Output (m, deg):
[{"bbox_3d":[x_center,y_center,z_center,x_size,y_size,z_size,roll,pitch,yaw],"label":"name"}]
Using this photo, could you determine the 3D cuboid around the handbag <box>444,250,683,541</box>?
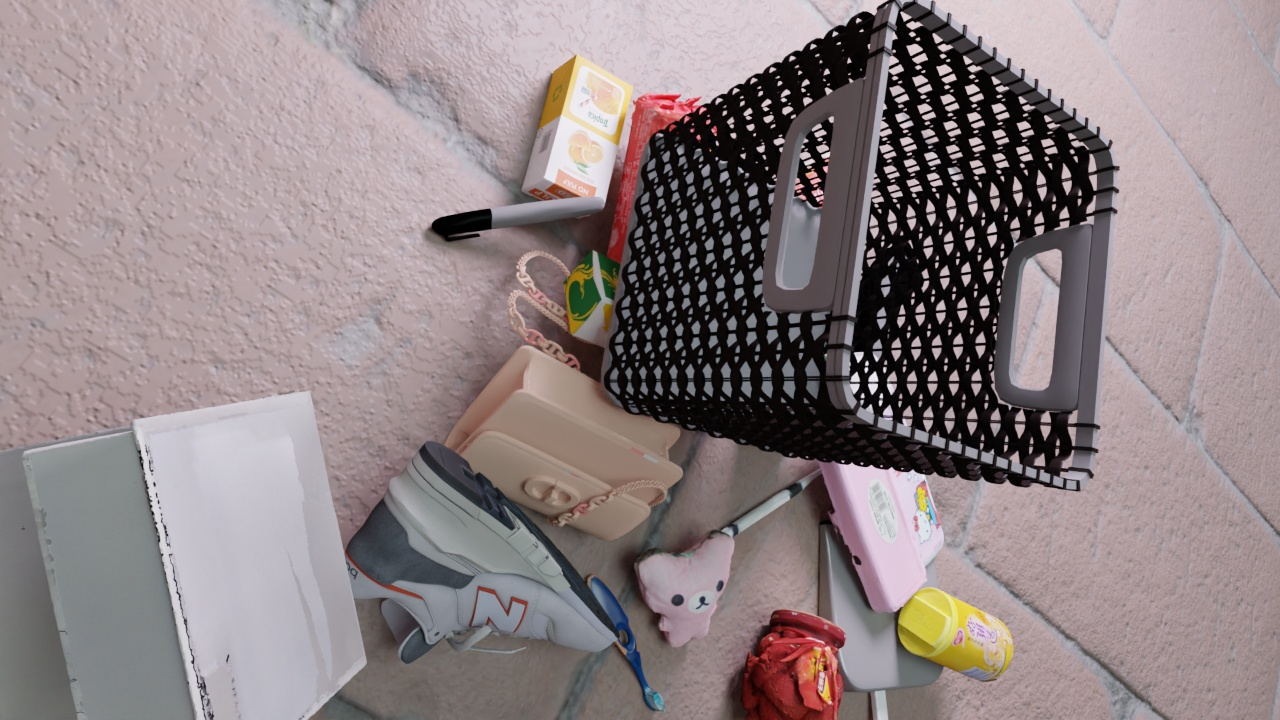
[{"bbox_3d":[-0.050,0.041,0.741,0.198,0.117,0.186,29,35,-24],"label":"handbag"}]

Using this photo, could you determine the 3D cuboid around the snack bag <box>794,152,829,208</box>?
[{"bbox_3d":[0.121,-0.124,0.845,0.041,0.078,0.224,53,53,-12],"label":"snack bag"}]

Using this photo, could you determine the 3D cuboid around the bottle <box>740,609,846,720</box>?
[{"bbox_3d":[0.138,0.284,0.812,0.099,0.099,0.111,36,61,-26],"label":"bottle"}]

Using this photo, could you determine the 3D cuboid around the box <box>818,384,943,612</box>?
[{"bbox_3d":[0.249,0.133,0.922,0.153,0.041,0.201,-29,103,-36],"label":"box"}]

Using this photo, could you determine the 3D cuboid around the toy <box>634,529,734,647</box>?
[{"bbox_3d":[0.039,0.198,0.781,0.099,0.053,0.096,-9,102,-32],"label":"toy"}]

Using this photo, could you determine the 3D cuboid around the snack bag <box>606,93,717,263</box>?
[{"bbox_3d":[0.017,-0.141,0.774,0.082,0.082,0.176,9,91,-34],"label":"snack bag"}]

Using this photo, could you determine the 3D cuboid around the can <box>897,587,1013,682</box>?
[{"bbox_3d":[0.316,0.275,0.918,0.105,0.068,0.067,28,69,-26],"label":"can"}]

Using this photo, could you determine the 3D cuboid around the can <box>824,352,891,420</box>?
[{"bbox_3d":[0.162,0.030,0.842,0.067,0.121,0.067,5,81,-34],"label":"can"}]

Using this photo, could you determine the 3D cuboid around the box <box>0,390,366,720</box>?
[{"bbox_3d":[-0.312,0.122,0.559,0.164,0.447,0.167,-12,91,-45],"label":"box"}]

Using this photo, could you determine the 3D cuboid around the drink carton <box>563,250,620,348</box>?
[{"bbox_3d":[0.002,-0.033,0.732,0.122,0.041,0.058,22,39,-32],"label":"drink carton"}]

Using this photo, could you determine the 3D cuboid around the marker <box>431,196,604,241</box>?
[{"bbox_3d":[-0.095,-0.112,0.724,0.138,0.016,0.022,-10,119,-15],"label":"marker"}]

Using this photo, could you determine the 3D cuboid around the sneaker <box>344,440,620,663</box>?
[{"bbox_3d":[-0.121,0.166,0.656,0.124,0.089,0.240,-40,126,-6],"label":"sneaker"}]

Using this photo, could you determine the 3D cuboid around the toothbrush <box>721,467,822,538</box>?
[{"bbox_3d":[0.141,0.129,0.879,0.186,0.017,0.012,-25,99,-35],"label":"toothbrush"}]

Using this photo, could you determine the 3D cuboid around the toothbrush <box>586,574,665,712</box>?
[{"bbox_3d":[-0.011,0.236,0.761,0.021,0.017,0.135,-33,103,-35],"label":"toothbrush"}]

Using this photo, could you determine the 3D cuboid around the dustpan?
[{"bbox_3d":[0.245,0.296,0.926,0.163,0.033,0.257,9,70,-34],"label":"dustpan"}]

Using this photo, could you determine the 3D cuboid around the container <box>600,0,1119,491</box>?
[{"bbox_3d":[0.143,-0.054,0.640,0.245,0.244,0.247,18,77,-34],"label":"container"}]

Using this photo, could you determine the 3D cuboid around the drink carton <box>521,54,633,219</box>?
[{"bbox_3d":[-0.053,-0.183,0.768,0.058,0.040,0.122,22,72,-31],"label":"drink carton"}]

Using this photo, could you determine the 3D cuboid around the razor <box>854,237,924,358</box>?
[{"bbox_3d":[0.248,-0.050,0.956,0.060,0.057,0.156,28,75,1],"label":"razor"}]
